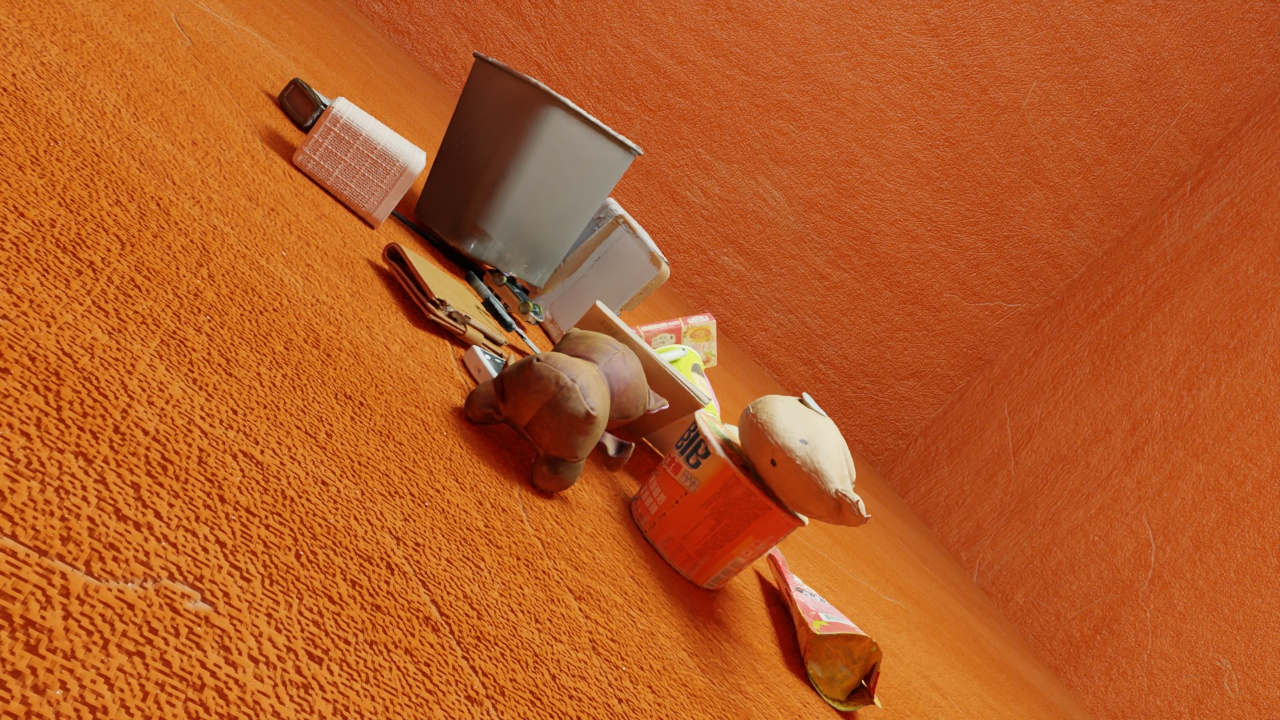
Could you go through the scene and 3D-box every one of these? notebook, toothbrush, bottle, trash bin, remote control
[{"bbox_3d":[0.026,0.066,1.049,0.146,0.010,0.207,42,-20,-7],"label":"notebook"},{"bbox_3d":[-0.007,0.007,1.163,0.189,0.020,0.029,-15,56,-41],"label":"toothbrush"},{"bbox_3d":[-0.182,-0.112,1.278,0.189,0.017,0.014,39,19,-43],"label":"toothbrush"},{"bbox_3d":[-0.252,-0.146,1.110,0.181,0.015,0.018,37,2,-33],"label":"toothbrush"},{"bbox_3d":[-0.021,0.017,0.985,0.149,0.012,0.212,42,-23,-5],"label":"notebook"},{"bbox_3d":[-0.373,-0.294,1.176,0.080,0.044,0.194,47,9,19],"label":"bottle"},{"bbox_3d":[-0.151,-0.231,1.151,0.198,0.220,0.199,20,13,-47],"label":"trash bin"},{"bbox_3d":[-0.113,0.027,0.901,0.058,0.021,0.150,49,10,33],"label":"remote control"}]

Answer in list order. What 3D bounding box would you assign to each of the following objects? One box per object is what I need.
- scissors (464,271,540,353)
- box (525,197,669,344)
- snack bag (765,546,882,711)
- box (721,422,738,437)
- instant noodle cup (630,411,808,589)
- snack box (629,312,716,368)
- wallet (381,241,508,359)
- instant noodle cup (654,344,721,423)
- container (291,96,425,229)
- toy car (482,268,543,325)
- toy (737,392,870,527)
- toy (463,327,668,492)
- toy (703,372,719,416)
[{"bbox_3d":[-0.138,-0.036,1.015,0.165,0.014,0.163,50,1,1],"label":"scissors"},{"bbox_3d":[-0.042,-0.097,1.276,0.158,0.181,0.205,40,12,-52],"label":"box"},{"bbox_3d":[0.191,0.277,0.962,0.128,0.073,0.208,47,3,-7],"label":"snack bag"},{"bbox_3d":[0.164,0.163,1.301,0.168,0.077,0.091,47,11,20],"label":"box"},{"bbox_3d":[0.070,0.140,0.885,0.151,0.111,0.151,42,9,-9],"label":"instant noodle cup"},{"bbox_3d":[0.030,-0.016,1.270,0.025,0.152,0.075,-120,-158,-57],"label":"snack box"},{"bbox_3d":[-0.189,-0.056,0.913,0.108,0.031,0.131,49,7,30],"label":"wallet"},{"bbox_3d":[0.052,0.060,1.230,0.111,0.112,0.123,36,20,-40],"label":"instant noodle cup"},{"bbox_3d":[-0.304,-0.217,0.989,0.111,0.090,0.090,36,12,-23],"label":"container"},{"bbox_3d":[-0.157,-0.076,1.134,0.090,0.035,0.042,44,11,13],"label":"toy car"},{"bbox_3d":[0.147,0.091,0.831,0.143,0.082,0.225,36,12,0],"label":"toy"},{"bbox_3d":[-0.058,0.036,0.811,0.140,0.131,0.199,46,30,2],"label":"toy"},{"bbox_3d":[0.065,0.036,1.384,0.178,0.074,0.195,43,-14,39],"label":"toy"}]
